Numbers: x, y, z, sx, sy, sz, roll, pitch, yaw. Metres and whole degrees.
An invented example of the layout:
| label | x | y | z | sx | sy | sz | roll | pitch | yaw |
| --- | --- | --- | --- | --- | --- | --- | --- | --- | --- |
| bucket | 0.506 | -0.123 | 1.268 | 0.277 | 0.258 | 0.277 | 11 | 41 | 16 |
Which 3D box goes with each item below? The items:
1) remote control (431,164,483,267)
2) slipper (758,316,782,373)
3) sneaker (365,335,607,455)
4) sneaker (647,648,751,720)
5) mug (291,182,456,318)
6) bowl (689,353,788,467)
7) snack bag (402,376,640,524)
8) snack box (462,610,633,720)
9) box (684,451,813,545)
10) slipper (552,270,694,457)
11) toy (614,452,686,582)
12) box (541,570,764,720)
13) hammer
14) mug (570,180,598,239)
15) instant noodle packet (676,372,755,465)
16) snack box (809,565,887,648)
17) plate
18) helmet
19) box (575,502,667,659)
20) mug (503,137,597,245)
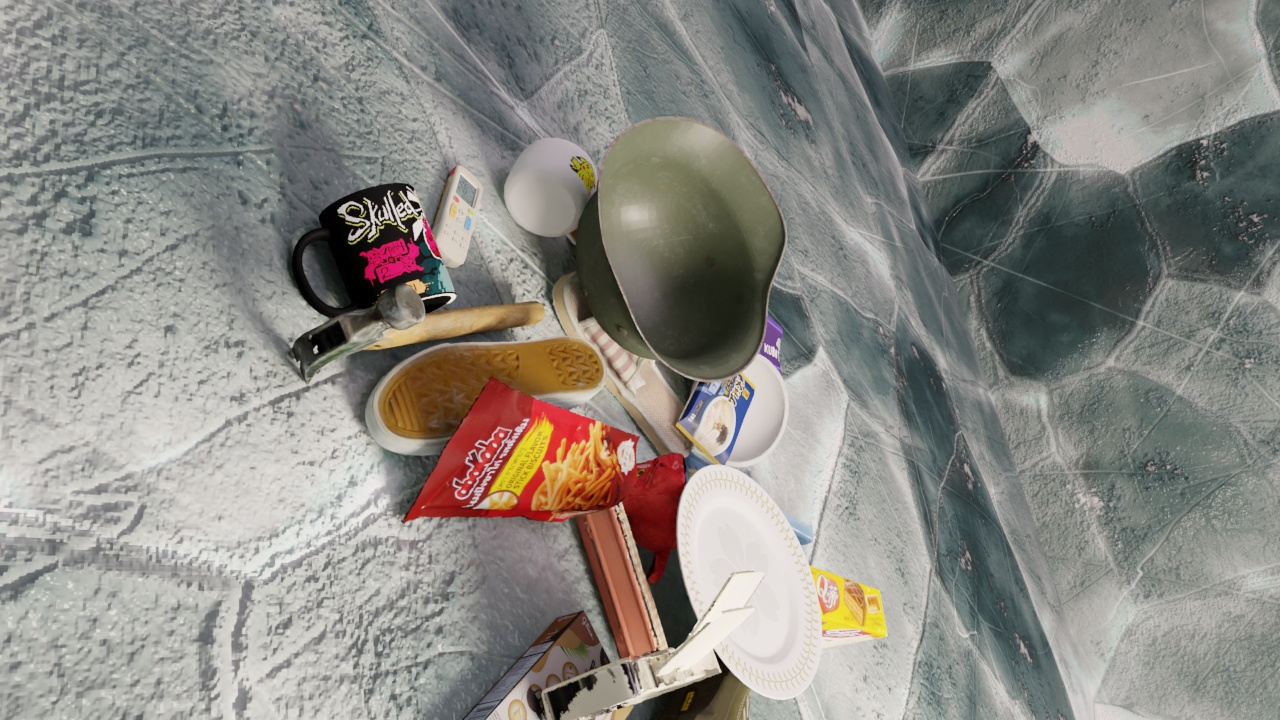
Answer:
| label | x | y | z | sx | sy | sz | roll | pitch | yaw |
| --- | --- | --- | --- | --- | --- | --- | --- | --- | --- |
| remote control | -0.182 | -0.144 | 0.911 | 0.038 | 0.018 | 0.125 | 42 | 37 | -36 |
| slipper | 0.150 | -0.052 | 1.273 | 0.107 | 0.084 | 0.266 | 31 | 48 | -65 |
| sneaker | -0.139 | 0.033 | 0.808 | 0.234 | 0.079 | 0.087 | -14 | 71 | -42 |
| sneaker | 0.088 | 0.369 | 0.899 | 0.143 | 0.101 | 0.237 | 58 | 35 | -7 |
| mug | -0.223 | -0.080 | 0.751 | 0.117 | 0.082 | 0.098 | -21 | 87 | -33 |
| bowl | 0.119 | 0.061 | 1.184 | 0.149 | 0.043 | 0.149 | -1 | 92 | -27 |
| snack bag | -0.096 | 0.090 | 0.793 | 0.207 | 0.139 | 0.066 | 23 | 20 | -51 |
| snack box | -0.079 | 0.300 | 0.752 | 0.101 | 0.032 | 0.185 | 64 | 30 | -5 |
| box | 0.138 | 0.173 | 1.149 | 0.209 | 0.073 | 0.085 | 35 | 38 | -43 |
| slipper | -0.006 | 0.006 | 1.054 | 0.263 | 0.052 | 0.114 | 55 | 31 | -20 |
| toy | 0.002 | 0.165 | 0.969 | 0.088 | 0.094 | 0.133 | -93 | -177 | -81 |
| box | 0.023 | 0.239 | 0.747 | 0.144 | 0.188 | 0.058 | 16 | 41 | -57 |
| hammer | -0.166 | -0.031 | 0.787 | 0.033 | 0.132 | 0.329 | 67 | 19 | 2 |
| mug | -0.023 | -0.147 | 1.088 | 0.094 | 0.101 | 0.123 | 32 | 49 | -42 |
| instant noodle packet | 0.094 | 0.054 | 1.114 | 0.087 | 0.026 | 0.134 | 45 | 51 | -23 |
| snack box | 0.205 | 0.304 | 1.127 | 0.230 | 0.110 | 0.061 | 29 | 48 | -47 |
| plate | 0.110 | 0.223 | 0.940 | 0.242 | 0.016 | 0.242 | 35 | 40 | -35 |
| helmet | 0.024 | -0.098 | 0.967 | 0.226 | 0.154 | 0.267 | -17 | 86 | -33 |
| box | -0.017 | 0.209 | 0.895 | 0.071 | 0.056 | 0.187 | 88 | -16 | -84 |
| mug | -0.092 | -0.180 | 1.004 | 0.115 | 0.094 | 0.067 | 56 | 32 | -32 |
